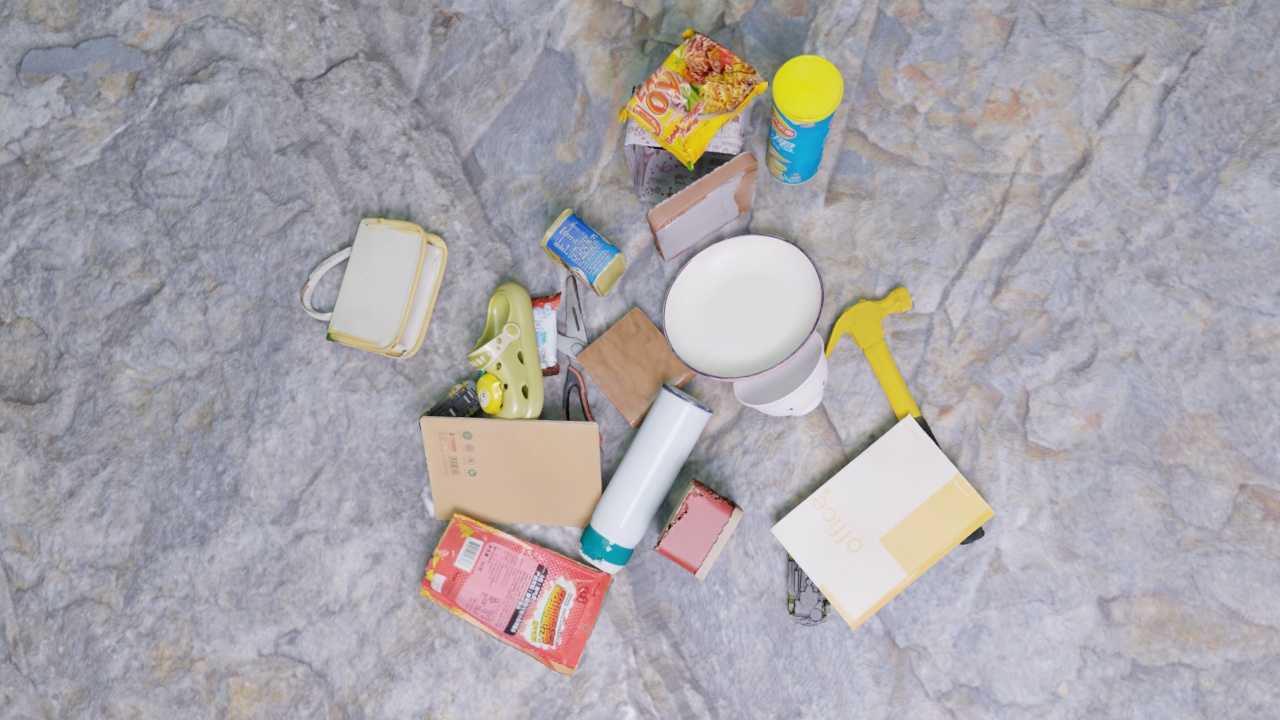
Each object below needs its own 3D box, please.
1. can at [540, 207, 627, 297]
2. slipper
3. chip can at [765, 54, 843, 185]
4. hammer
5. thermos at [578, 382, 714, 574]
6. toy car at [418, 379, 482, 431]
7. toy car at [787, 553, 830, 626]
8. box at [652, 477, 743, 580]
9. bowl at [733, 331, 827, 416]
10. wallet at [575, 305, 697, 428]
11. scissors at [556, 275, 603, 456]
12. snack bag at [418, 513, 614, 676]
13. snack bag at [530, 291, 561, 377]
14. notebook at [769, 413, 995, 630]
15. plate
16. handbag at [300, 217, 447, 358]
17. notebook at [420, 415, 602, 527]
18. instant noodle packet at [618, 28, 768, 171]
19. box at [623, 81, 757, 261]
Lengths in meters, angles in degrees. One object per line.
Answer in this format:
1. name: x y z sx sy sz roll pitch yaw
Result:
1. can: -0.065 -0.125 1.091 0.083 0.102 0.057 40 88 8
2. slipper: -0.170 -0.003 1.087 0.081 0.092 0.190 5 72 -34
3. chip can: 0.178 -0.261 1.026 0.071 0.210 0.071 -1 82 6
4. hammer: 0.312 0.069 1.060 0.129 0.033 0.300 -26 81 3
5. thermos: 0.003 0.139 1.055 0.073 0.073 0.224 29 94 9
6. toy car: -0.227 0.064 1.117 0.091 0.036 0.043 -40 82 -1
7. toy car: 0.192 0.249 1.050 0.048 0.032 0.105 1 81 5
8. box: 0.057 0.175 1.006 0.078 0.168 0.091 31 87 6
9. bowl: 0.173 0.026 1.057 0.118 0.118 0.065 -42 119 0
10. wallet: -0.006 0.006 1.094 0.101 0.020 0.115 -41 78 -2
11. scissors: -0.066 0.006 1.119 0.225 0.015 0.189 24 86 9
12. snack bag: -0.148 0.269 1.073 0.208 0.073 0.128 24 90 3
13. snack bag: -0.115 -0.031 1.109 0.048 0.026 0.104 -7 82 30
14. notebook: 0.270 0.180 1.029 0.206 0.010 0.146 -39 81 0
15. plate: 0.121 -0.058 1.071 0.193 0.039 0.192 -10 61 18
16. handbag: -0.338 -0.094 1.145 0.179 0.063 0.163 12 84 22
17. notebook: -0.148 0.132 1.075 0.208 0.008 0.148 1 118 6
18. instant noodle packet: 0.051 -0.271 0.949 0.111 0.044 0.128 41 86 16
19. box: 0.059 -0.197 1.049 0.150 0.182 0.166 8 80 8
